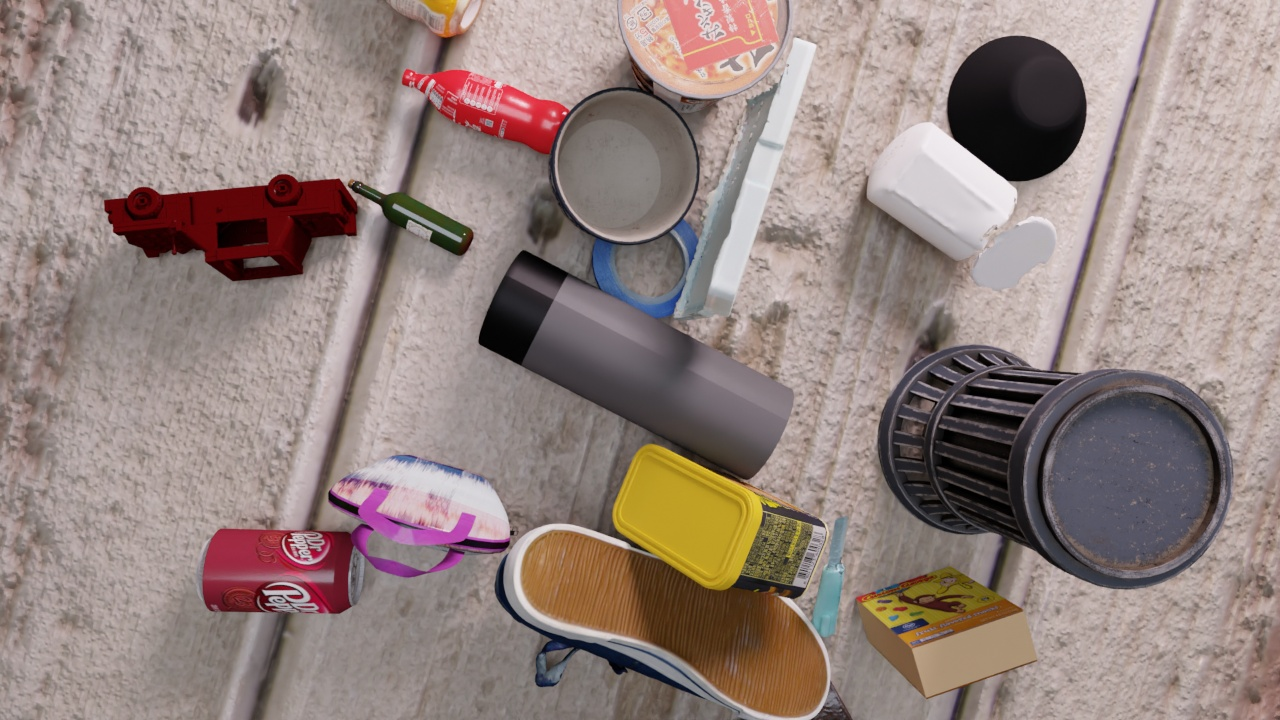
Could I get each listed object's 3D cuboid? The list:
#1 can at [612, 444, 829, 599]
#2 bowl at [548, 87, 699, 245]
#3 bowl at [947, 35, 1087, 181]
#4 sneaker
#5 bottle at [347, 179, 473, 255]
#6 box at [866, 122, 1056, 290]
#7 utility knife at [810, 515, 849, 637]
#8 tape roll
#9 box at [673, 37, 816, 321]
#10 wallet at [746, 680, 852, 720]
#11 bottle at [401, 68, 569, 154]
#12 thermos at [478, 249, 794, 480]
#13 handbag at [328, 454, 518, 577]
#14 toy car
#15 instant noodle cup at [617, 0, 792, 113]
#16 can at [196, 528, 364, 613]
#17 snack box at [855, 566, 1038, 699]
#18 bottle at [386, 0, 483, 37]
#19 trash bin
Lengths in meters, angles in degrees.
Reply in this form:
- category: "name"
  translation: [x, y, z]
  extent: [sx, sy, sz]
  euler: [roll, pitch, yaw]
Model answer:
- category: "can"
  translation: [0.061, 0.124, 0.698]
  extent: [0.101, 0.131, 0.072]
  euler: [23, 90, -42]
- category: "bowl"
  translation: [-0.019, -0.146, 0.707]
  extent: [0.115, 0.059, 0.115]
  euler: [-1, 95, -18]
- category: "bowl"
  translation: [0.325, -0.215, 0.760]
  extent: [0.124, 0.052, 0.124]
  euler: [0, 92, -5]
- category: "sneaker"
  translation: [0.012, 0.223, 0.743]
  extent: [0.294, 0.127, 0.120]
  euler: [25, 63, -15]
- category: "bottle"
  translation: [-0.185, -0.117, 0.734]
  extent: [0.106, 0.025, 0.025]
  euler: [27, 89, -5]
- category: "box"
  translation: [0.263, -0.118, 0.742]
  extent: [0.161, 0.091, 0.081]
  euler: [34, 108, -7]
- category: "utility knife"
  translation: [0.152, 0.174, 0.725]
  extent: [0.022, 0.015, 0.169]
  euler: [-2, 136, 2]
- category: "tape roll"
  translation: [0.006, -0.081, 0.756]
  extent: [0.093, 0.016, 0.091]
  euler: [23, 90, -5]
- category: "box"
  translation: [0.080, -0.126, 0.688]
  extent: [0.043, 0.136, 0.197]
  euler: [21, 81, -7]
- category: "wallet"
  translation: [0.145, 0.342, 0.777]
  extent: [0.099, 0.031, 0.120]
  euler: [-28, 95, 0]
- category: "bottle"
  translation: [-0.119, -0.201, 0.729]
  extent: [0.141, 0.042, 0.042]
  euler: [18, 90, -5]
- category: "thermos"
  translation: [-0.004, 0.004, 0.725]
  extent: [0.240, 0.082, 0.082]
  euler: [27, 89, -5]
- category: "handbag"
  translation: [-0.162, 0.120, 0.672]
  extent: [0.144, 0.170, 0.068]
  euler: [17, 90, -5]
- category: "toy car"
  translation: [-0.307, -0.099, 0.702]
  extent: [0.170, 0.070, 0.062]
  euler: [-6, 80, -5]
- category: "instant noodle cup"
  translation: [0.040, -0.246, 0.700]
  extent: [0.123, 0.122, 0.123]
  euler: [0, 92, -5]
- category: "can"
  translation: [-0.279, 0.165, 0.717]
  extent: [0.114, 0.063, 0.063]
  euler: [2, 92, -5]
- category: "snack box"
  translation: [0.238, 0.212, 0.731]
  extent: [0.088, 0.126, 0.040]
  euler: [-17, 93, -4]
- category: "bottle"
  translation: [-0.177, -0.300, 0.711]
  extent: [0.109, 0.063, 0.063]
  euler: [30, 89, -4]
- category: "trash bin"
  translation: [0.296, 0.072, 0.680]
  extent: [0.164, 0.227, 0.164]
  euler: [0, 92, -5]
